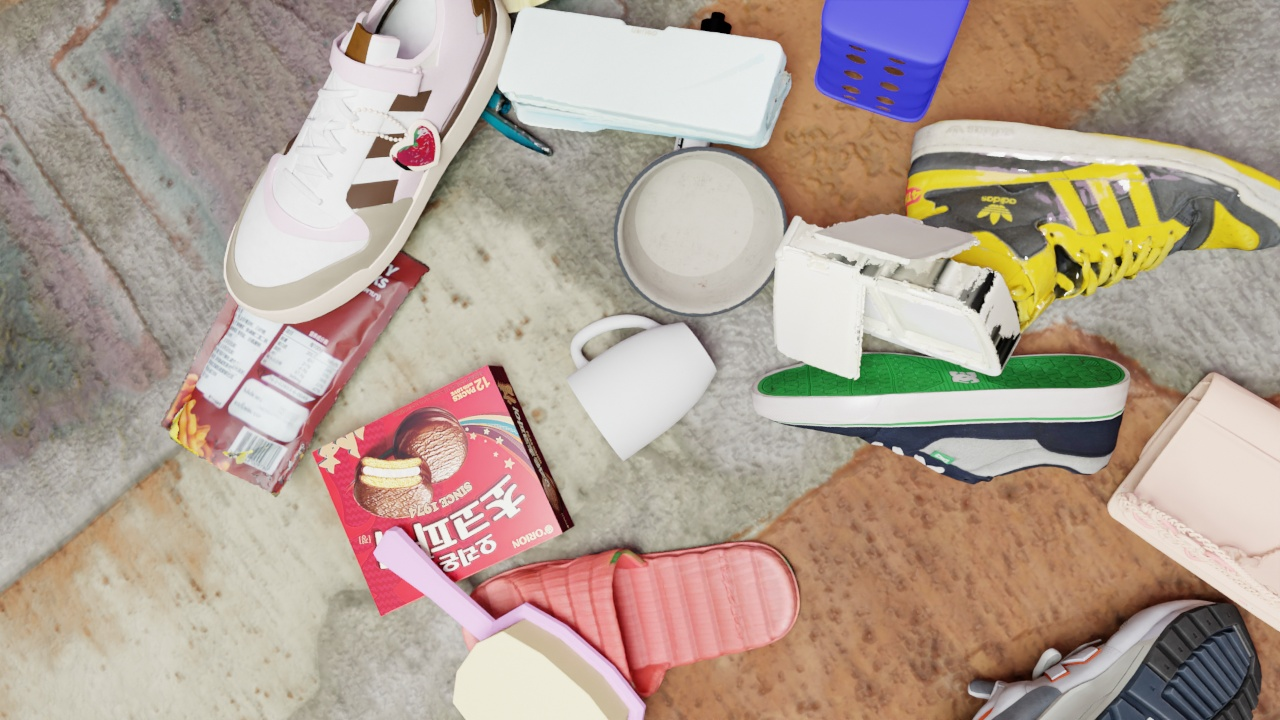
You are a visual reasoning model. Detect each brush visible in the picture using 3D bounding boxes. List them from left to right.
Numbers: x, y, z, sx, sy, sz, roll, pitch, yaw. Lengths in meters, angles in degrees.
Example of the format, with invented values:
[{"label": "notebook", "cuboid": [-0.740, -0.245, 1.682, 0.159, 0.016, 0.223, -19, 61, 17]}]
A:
[{"label": "brush", "cuboid": [-0.102, 0.199, 0.628, 0.229, 0.043, 0.089, 38, 110, 11]}]

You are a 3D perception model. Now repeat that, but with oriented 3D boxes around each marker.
[{"label": "marker", "cuboid": [0.044, -0.190, 0.667, 0.025, 0.025, 0.126, 11, 90, 10]}]

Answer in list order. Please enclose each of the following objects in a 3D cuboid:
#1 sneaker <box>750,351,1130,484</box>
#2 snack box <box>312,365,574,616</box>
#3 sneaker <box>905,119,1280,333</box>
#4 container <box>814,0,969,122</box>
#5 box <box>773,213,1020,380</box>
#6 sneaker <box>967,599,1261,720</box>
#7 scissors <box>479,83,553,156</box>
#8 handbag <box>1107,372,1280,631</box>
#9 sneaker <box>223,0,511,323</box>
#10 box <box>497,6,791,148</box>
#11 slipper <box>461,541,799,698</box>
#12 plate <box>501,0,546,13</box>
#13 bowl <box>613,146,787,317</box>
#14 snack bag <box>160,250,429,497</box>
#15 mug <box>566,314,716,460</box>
[{"label": "sneaker", "cuboid": [0.192, 0.043, 0.611, 0.235, 0.084, 0.079, 0, 112, 14]}, {"label": "snack box", "cuboid": [-0.148, 0.096, 0.687, 0.152, 0.036, 0.132, -26, 84, 8]}, {"label": "sneaker", "cuboid": [0.283, -0.072, 0.588, 0.239, 0.086, 0.122, 14, 85, 14]}, {"label": "container", "cuboid": [0.165, -0.221, 0.601, 0.084, 0.113, 0.085, 21, 92, 10]}, {"label": "box", "cuboid": [0.132, -0.041, 0.547, 0.144, 0.181, 0.081, 23, 79, 38]}, {"label": "sneaker", "cuboid": [0.273, 0.219, 0.578, 0.239, 0.124, 0.089, -21, 89, -31]}, {"label": "scissors", "cuboid": [-0.122, -0.198, 0.700, 0.130, 0.019, 0.135, -11, 84, 10]}, {"label": "handbag", "cuboid": [0.388, 0.094, 0.512, 0.199, 0.187, 0.116, 37, 94, 16]}, {"label": "sneaker", "cuboid": [-0.202, -0.148, 0.629, 0.112, 0.116, 0.294, 41, 97, 8]}, {"label": "box", "cuboid": [-0.001, -0.192, 0.631, 0.199, 0.073, 0.085, 14, 54, 19]}, {"label": "slipper", "cuboid": [-0.012, 0.185, 0.649, 0.249, 0.059, 0.103, -10, 86, 9]}, {"label": "plate", "cuboid": [-0.100, -0.346, 0.691, 0.184, 0.036, 0.184, 0, 89, 10]}, {"label": "bowl", "cuboid": [0.039, -0.094, 0.636, 0.115, 0.059, 0.116, -1, 113, -2]}, {"label": "snack bag", "cuboid": [-0.272, -0.015, 0.701, 0.139, 0.066, 0.208, 27, 87, 11]}, {"label": "mug", "cuboid": [-0.004, 0.004, 0.655, 0.089, 0.071, 0.107, -35, 55, -1]}]
